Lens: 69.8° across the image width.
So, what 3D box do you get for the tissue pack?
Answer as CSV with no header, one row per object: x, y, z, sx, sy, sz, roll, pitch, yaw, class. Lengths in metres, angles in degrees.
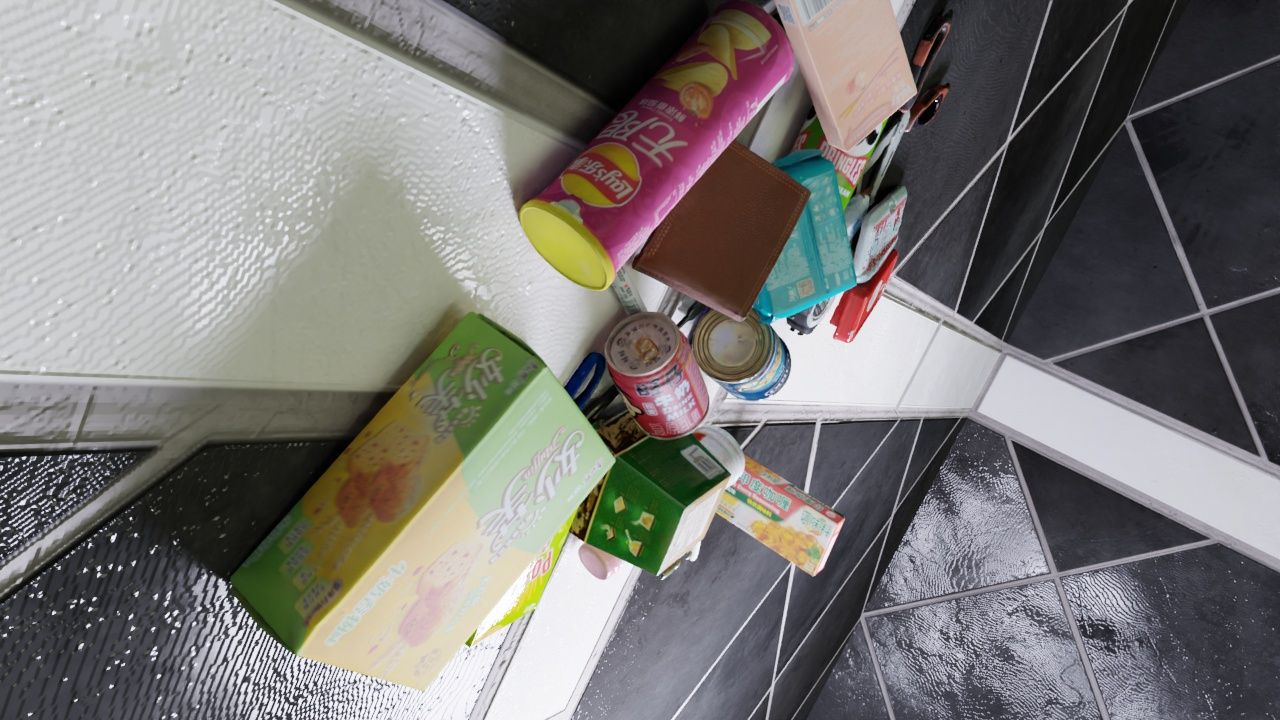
0.128,-0.102,0.780,0.093,0.050,0.133,-23,112,-13,tissue pack

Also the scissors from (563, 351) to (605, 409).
-0.079,0.055,0.694,0.173,0.012,0.163,-46,152,-25,scissors

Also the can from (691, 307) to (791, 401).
0.096,-0.006,0.862,0.075,0.075,0.111,-60,159,-1,can

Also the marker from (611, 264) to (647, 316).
-0.018,-0.065,0.676,0.017,0.017,0.145,-54,154,-13,marker

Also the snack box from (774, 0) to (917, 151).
0.163,-0.252,0.724,0.084,0.026,0.157,-40,131,-7,snack box

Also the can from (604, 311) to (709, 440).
0.013,0.012,0.730,0.066,0.066,0.094,-51,145,-20,can

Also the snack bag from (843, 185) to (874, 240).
0.226,-0.149,1.016,0.104,0.026,0.048,-52,160,-19,snack bag

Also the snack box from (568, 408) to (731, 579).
0.009,0.111,0.792,0.118,0.105,0.118,-27,142,-52,snack box

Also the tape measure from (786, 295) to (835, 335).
0.191,-0.070,1.028,0.066,0.033,0.066,-49,154,-18,tape measure

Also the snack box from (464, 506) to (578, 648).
-0.095,0.151,0.735,0.085,0.026,0.157,-15,134,-55,snack box

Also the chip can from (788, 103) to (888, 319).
0.159,-0.157,0.838,0.072,0.072,0.236,1,116,-61,chip can

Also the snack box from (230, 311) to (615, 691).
-0.122,0.095,0.576,0.209,0.070,0.158,-49,152,-11,snack box

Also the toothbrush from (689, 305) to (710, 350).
0.036,0.020,0.861,0.189,0.017,0.014,-67,159,9,toothbrush

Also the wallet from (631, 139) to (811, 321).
0.063,-0.104,0.710,0.101,0.032,0.124,27,91,-20,wallet

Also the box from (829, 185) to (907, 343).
0.280,-0.119,1.099,0.200,0.039,0.158,-40,150,-57,box

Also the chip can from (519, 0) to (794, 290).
0.015,-0.143,0.595,0.210,0.071,0.071,-51,152,-21,chip can

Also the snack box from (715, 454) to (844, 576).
0.154,0.175,1.068,0.027,0.156,0.077,-19,133,-51,snack box

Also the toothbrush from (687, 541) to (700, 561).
0.069,0.177,1.080,0.016,0.016,0.180,-28,140,-36,toothbrush

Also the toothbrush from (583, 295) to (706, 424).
-0.005,0.004,0.775,0.180,0.018,0.016,-47,152,-21,toothbrush

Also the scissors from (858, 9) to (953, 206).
0.301,-0.281,1.031,0.224,0.015,0.189,-44,150,-31,scissors

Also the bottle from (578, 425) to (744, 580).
0.021,0.141,0.901,0.196,0.068,0.068,-37,146,-34,bottle
